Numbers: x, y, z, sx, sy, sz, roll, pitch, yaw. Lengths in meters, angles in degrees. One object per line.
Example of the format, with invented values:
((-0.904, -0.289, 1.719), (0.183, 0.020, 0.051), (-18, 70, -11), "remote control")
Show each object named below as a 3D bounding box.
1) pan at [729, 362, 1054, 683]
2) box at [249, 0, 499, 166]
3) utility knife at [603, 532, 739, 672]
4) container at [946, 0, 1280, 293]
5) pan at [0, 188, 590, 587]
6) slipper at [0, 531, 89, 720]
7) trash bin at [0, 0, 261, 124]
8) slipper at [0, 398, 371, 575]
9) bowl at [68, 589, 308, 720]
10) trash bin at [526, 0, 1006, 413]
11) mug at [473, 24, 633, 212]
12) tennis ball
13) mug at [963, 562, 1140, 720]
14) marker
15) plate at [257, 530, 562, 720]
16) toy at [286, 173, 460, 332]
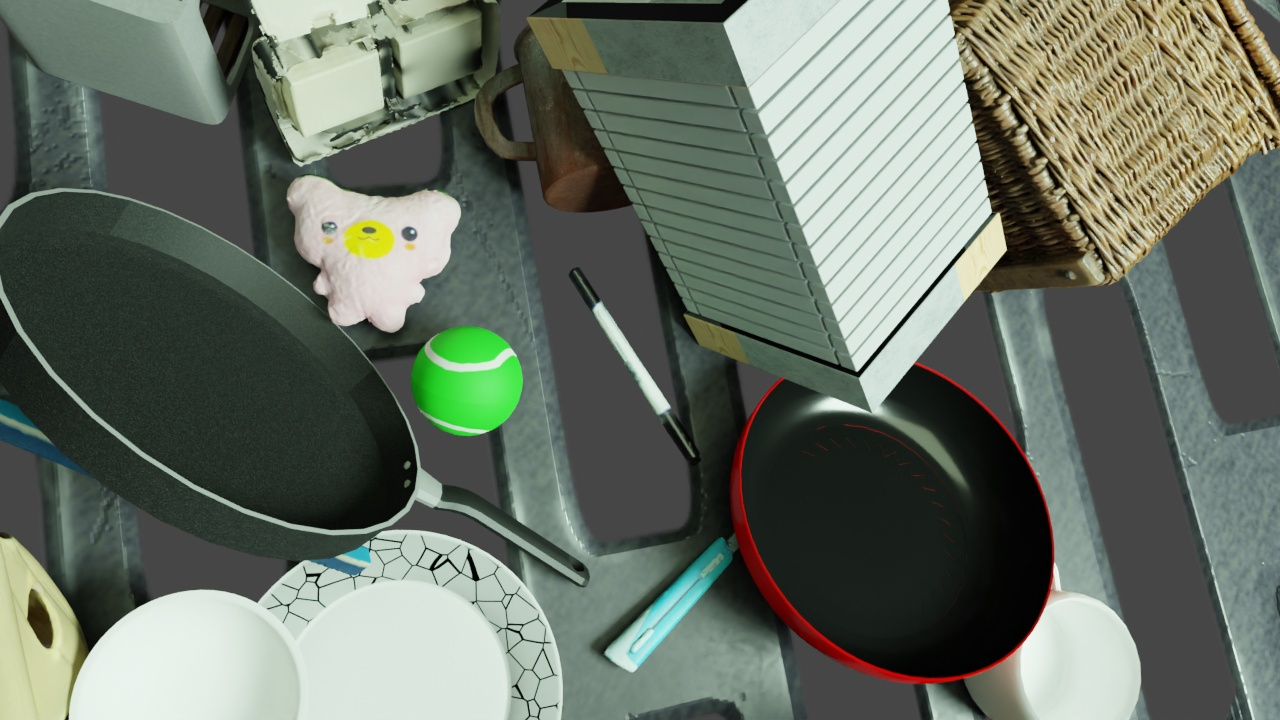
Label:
((0.161, 0.030, 0.607), (0.209, 0.067, 0.355), (12, 59, -10), "pan")
((-0.155, -0.201, 0.526), (0.145, 0.186, 0.066), (-27, 59, -21), "box")
((0.024, 0.147, 0.576), (0.022, 0.015, 0.117), (46, 70, 0), "utility knife")
((0.267, -0.173, 0.608), (0.183, 0.162, 0.250), (-47, 106, -13), "container")
((-0.161, 0.042, 0.484), (0.034, 0.225, 0.356), (-44, 119, 11), "pan")
((-0.332, 0.166, 0.457), (0.111, 0.079, 0.261), (-9, 96, 8), "slipper")
((-0.277, -0.280, 0.541), (0.114, 0.115, 0.228), (17, 75, -10), "trash bin")
((-0.271, 0.034, 0.476), (0.295, 0.118, 0.060), (25, 69, -8), "slipper")
((-0.228, 0.175, 0.476), (0.110, 0.041, 0.109), (3, 78, -12), "bowl")
((0.083, -0.120, 0.514), (0.142, 0.142, 0.247), (-46, 131, -18), "trash bin")
((-0.044, -0.155, 0.589), (0.123, 0.096, 0.110), (-12, 77, 4), "mug")
((-0.103, 0.012, 0.547), (0.065, 0.065, 0.065), (3, 78, -13), "tennis ball")
((0.262, 0.185, 0.596), (0.094, 0.068, 0.115), (0, 78, -14), "mug")
((-0.004, 0.004, 0.602), (0.011, 0.011, 0.152), (-32, 87, -18), "marker")
((-0.140, 0.193, 0.525), (0.188, 0.016, 0.188), (3, 78, -13), "plate")
((-0.165, -0.066, 0.557), (0.102, 0.050, 0.093), (7, 80, -9), "toy")
